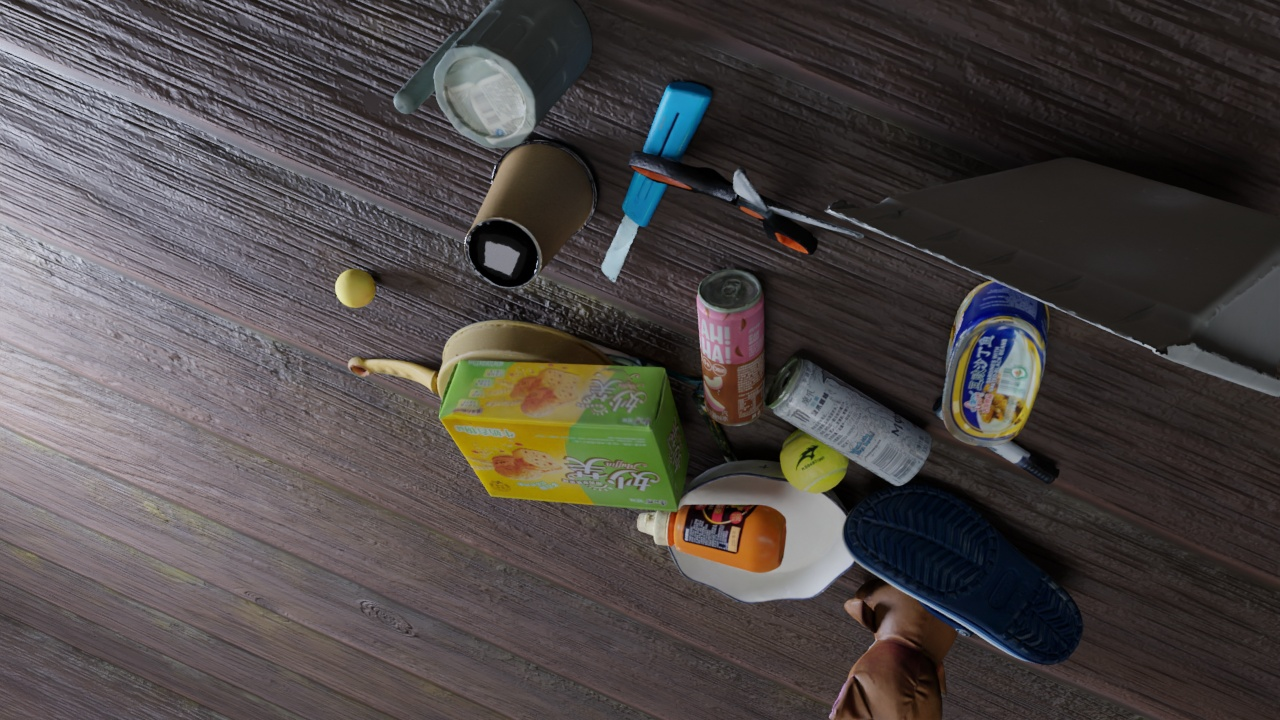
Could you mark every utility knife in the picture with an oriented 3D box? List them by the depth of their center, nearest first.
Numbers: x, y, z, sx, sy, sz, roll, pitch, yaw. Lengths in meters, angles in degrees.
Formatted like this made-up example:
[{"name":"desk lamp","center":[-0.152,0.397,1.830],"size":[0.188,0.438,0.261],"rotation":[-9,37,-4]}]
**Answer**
[{"name":"utility knife","center":[0.004,-0.139,0.760],"size":[0.034,0.018,0.224],"rotation":[26,140,-2]}]

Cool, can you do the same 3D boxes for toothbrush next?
[{"name":"toothbrush","center":[-0.005,0.005,0.912],"size":[0.192,0.018,0.016],"rotation":[18,138,8]},{"name":"toothbrush","center":[0.093,0.102,0.963],"size":[0.012,0.017,0.186],"rotation":[-12,128,23]}]

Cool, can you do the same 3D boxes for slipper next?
[{"name":"slipper","center":[0.316,0.208,0.912],"size":[0.253,0.105,0.095],"rotation":[32,165,1]}]

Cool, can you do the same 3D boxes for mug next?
[{"name":"mug","center":[-0.110,-0.215,0.673],"size":[0.124,0.103,0.084],"rotation":[1,134,24]}]

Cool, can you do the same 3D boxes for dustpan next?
[{"name":"dustpan","center":[0.281,-0.030,0.576],"size":[0.223,0.257,0.143],"rotation":[37,140,46]}]

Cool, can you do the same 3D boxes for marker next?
[{"name":"marker","center":[0.319,0.072,0.821],"size":[0.130,0.018,0.023],"rotation":[31,153,-8]}]

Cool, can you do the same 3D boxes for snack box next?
[{"name":"snack box","center":[-0.068,0.074,0.889],"size":[0.210,0.069,0.158],"rotation":[3,144,15]}]

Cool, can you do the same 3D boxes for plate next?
[{"name":"plate","center":[0.128,0.182,0.983],"size":[0.205,0.045,0.205],"rotation":[5,129,6]}]

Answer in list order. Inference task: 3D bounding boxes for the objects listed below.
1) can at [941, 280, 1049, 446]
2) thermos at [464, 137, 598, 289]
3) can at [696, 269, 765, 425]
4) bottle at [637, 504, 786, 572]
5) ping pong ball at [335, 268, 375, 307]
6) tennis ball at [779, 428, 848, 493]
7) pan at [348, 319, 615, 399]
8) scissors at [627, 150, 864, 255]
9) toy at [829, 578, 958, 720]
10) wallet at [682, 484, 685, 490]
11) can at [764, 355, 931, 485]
[{"name":"can","center":[0.287,0.005,0.745],"size":[0.075,0.049,0.148],"rotation":[11,137,17]},{"name":"thermos","center":[-0.090,-0.118,0.743],"size":[0.093,0.143,0.093],"rotation":[6,125,9]},{"name":"can","center":[0.083,-0.008,0.824],"size":[0.058,0.057,0.147],"rotation":[9,136,18]},{"name":"bottle","center":[0.069,0.172,0.921],"size":[0.150,0.066,0.067],"rotation":[5,135,17]},{"name":"ping pong ball","center":[-0.296,-0.075,0.954],"size":[0.040,0.040,0.040],"rotation":[14,137,13]},{"name":"tennis ball","center":[0.167,0.095,0.883],"size":[0.065,0.065,0.066],"rotation":[14,137,13]},{"name":"pan","center":[-0.182,0.023,0.987],"size":[0.358,0.078,0.198],"rotation":[-4,142,23]},{"name":"scissors","center":[0.078,-0.113,0.650],"size":[0.221,0.022,0.232],"rotation":[28,-174,33]},{"name":"toy","center":[0.268,0.322,0.968],"size":[0.140,0.199,0.131],"rotation":[28,135,-1]},{"name":"wallet","center":[-0.025,0.130,0.999],"size":[0.130,0.106,0.037],"rotation":[10,92,21]},{"name":"can","center":[0.189,0.055,0.837],"size":[0.146,0.058,0.058],"rotation":[31,138,-6]}]
